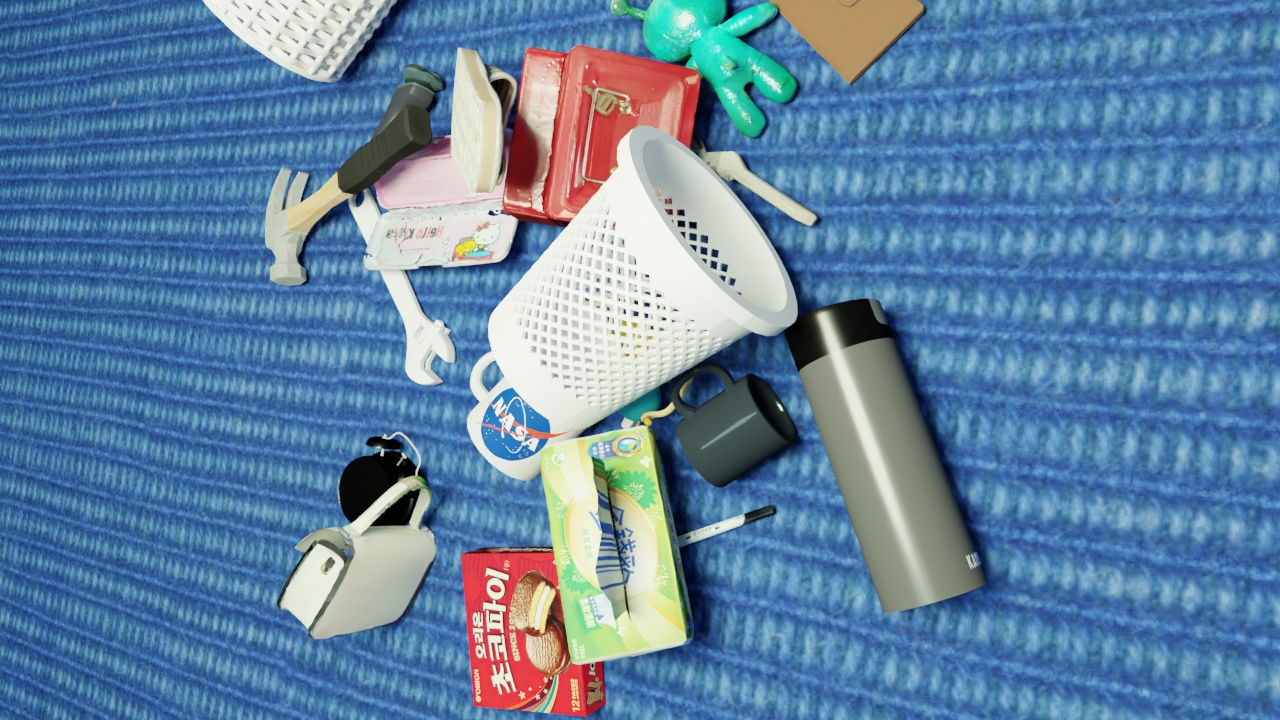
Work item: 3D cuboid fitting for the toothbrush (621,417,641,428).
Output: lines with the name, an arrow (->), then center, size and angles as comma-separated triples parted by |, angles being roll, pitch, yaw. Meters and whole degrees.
toothbrush -> -0.042, 0.125, 0.898 | 0.016, 0.018, 0.181 | 32, 102, 24

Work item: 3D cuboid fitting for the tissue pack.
tissue pack -> -0.025, 0.155, 0.788 | 0.120, 0.141, 0.197 | -18, 72, 4

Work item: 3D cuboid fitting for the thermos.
thermos -> 0.192, 0.071, 0.735 | 0.082, 0.082, 0.240 | -24, 75, 25

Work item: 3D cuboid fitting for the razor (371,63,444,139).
razor -> -0.277, -0.271, 1.047 | 0.143, 0.047, 0.052 | -55, 40, 17

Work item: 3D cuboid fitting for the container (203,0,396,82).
container -> -0.364, -0.445, 1.025 | 0.187, 0.189, 0.189 | -45, 67, 20

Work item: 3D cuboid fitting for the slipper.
slipper -> -0.141, -0.215, 0.835 | 0.262, 0.052, 0.115 | -119, 34, -60

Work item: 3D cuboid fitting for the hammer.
hammer -> -0.335, -0.195, 1.026 | 0.329, 0.039, 0.131 | -20, 73, 42

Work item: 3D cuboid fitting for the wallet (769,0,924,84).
wallet -> 0.180, -0.316, 0.812 | 0.088, 0.013, 0.121 | -45, 67, 21

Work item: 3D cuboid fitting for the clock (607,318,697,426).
clock -> -0.005, 0.005, 0.866 | 0.130, 0.043, 0.099 | 19, 80, 37

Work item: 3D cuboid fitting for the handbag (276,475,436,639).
handbag -> -0.276, 0.190, 0.949 | 0.074, 0.151, 0.176 | 33, 97, 23

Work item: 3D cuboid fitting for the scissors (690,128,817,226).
scissors -> 0.079, -0.156, 0.845 | 0.180, 0.015, 0.185 | 6, 96, 30

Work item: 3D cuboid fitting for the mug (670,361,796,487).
mug -> 0.073, 0.049, 0.799 | 0.078, 0.071, 0.105 | -36, 102, 22

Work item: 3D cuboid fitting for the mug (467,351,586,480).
mug -> -0.116, 0.043, 0.898 | 0.090, 0.091, 0.121 | -44, 84, 19

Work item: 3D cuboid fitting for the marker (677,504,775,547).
marker -> 0.055, 0.160, 0.844 | 0.152, 0.011, 0.011 | -25, 74, 25

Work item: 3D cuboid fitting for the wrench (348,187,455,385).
wrench -> -0.279, -0.092, 1.047 | 0.066, 0.018, 0.273 | -37, 69, 22

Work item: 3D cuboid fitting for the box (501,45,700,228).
box -> -0.052, -0.204, 0.877 | 0.170, 0.156, 0.157 | -154, 74, -71

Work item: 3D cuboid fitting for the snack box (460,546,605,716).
snack box -> -0.107, 0.263, 0.905 | 0.133, 0.035, 0.152 | -7, 87, 28

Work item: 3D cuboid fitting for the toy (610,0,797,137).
toy -> 0.061, -0.294, 0.849 | 0.131, 0.072, 0.193 | -45, 76, 18

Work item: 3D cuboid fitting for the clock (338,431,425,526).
clock -> -0.285, 0.135, 1.016 | 0.091, 0.042, 0.121 | 46, 107, 24

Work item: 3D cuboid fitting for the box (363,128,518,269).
box -> -0.212, -0.171, 0.997 | 0.202, 0.066, 0.153 | 1, 91, 29

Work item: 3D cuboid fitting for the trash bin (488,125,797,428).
trash bin -> -0.011, -0.052, 0.760 | 0.200, 0.195, 0.195 | -38, 69, 26
